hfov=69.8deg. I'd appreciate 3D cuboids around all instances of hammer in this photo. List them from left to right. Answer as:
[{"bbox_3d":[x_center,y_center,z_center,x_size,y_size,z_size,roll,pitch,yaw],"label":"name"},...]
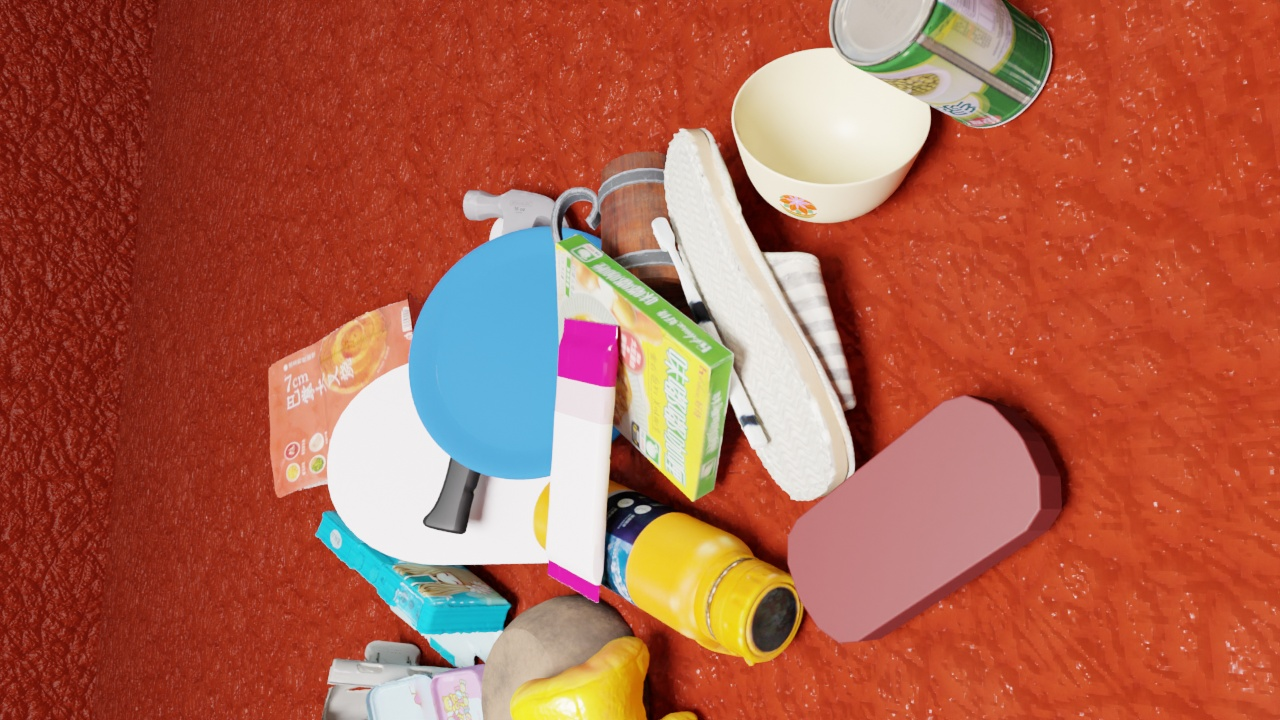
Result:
[{"bbox_3d":[-0.134,-0.005,0.827,0.127,0.029,0.323,6,74,18],"label":"hammer"}]

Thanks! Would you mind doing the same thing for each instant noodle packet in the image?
[{"bbox_3d":[-0.313,0.044,0.992,0.221,0.084,0.164,-19,67,14],"label":"instant noodle packet"}]

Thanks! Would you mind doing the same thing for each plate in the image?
[{"bbox_3d":[-0.092,-0.007,0.787,0.224,0.024,0.224,-4,72,14],"label":"plate"}]

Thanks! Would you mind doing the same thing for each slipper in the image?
[{"bbox_3d":[0.079,-0.038,0.618,0.272,0.054,0.115,68,155,20],"label":"slipper"}]

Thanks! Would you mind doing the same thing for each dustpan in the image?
[{"bbox_3d":[-0.166,0.093,0.861,0.258,0.053,0.191,-4,78,15],"label":"dustpan"}]

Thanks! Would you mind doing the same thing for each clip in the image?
[{"bbox_3d":[-0.251,0.323,0.929,0.151,0.126,0.105,-105,30,-59],"label":"clip"}]

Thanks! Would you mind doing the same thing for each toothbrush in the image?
[{"bbox_3d":[0.045,-0.022,0.633,0.017,0.012,0.186,80,168,-66],"label":"toothbrush"}]

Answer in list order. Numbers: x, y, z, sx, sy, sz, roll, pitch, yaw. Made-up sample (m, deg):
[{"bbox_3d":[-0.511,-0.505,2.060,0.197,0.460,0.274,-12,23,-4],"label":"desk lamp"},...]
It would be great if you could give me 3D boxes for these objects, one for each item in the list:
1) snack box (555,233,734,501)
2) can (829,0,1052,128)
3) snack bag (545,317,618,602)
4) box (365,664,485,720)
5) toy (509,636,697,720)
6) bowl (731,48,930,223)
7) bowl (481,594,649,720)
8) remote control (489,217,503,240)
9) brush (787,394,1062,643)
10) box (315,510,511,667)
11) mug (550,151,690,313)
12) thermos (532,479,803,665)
[{"bbox_3d":[-0.004,0.004,0.662,0.168,0.027,0.132,40,143,34],"label":"snack box"},{"bbox_3d":[0.167,-0.176,0.505,0.067,0.120,0.067,-11,75,49],"label":"can"},{"bbox_3d":[-0.042,0.070,0.665,0.070,0.016,0.196,10,98,54],"label":"snack bag"},{"bbox_3d":[-0.171,0.390,0.831,0.152,0.040,0.214,-18,80,23],"label":"box"},{"bbox_3d":[-0.014,0.296,0.630,0.087,0.134,0.193,91,161,-74],"label":"toy"},{"bbox_3d":[0.118,-0.130,0.585,0.074,0.118,0.118,79,170,-57],"label":"bowl"},{"bbox_3d":[-0.070,0.276,0.751,0.163,0.070,0.162,-11,75,49],"label":"bowl"},{"bbox_3d":[-0.142,-0.080,0.942,0.043,0.013,0.136,-7,79,49],"label":"remote control"},{"bbox_3d":[0.161,0.094,0.528,0.174,0.041,0.082,-48,50,34],"label":"brush"},{"bbox_3d":[-0.213,0.227,0.916,0.227,0.168,0.086,21,59,45],"label":"box"},{"bbox_3d":[-0.013,-0.095,0.724,0.117,0.081,0.111,-9,69,12],"label":"mug"},{"bbox_3d":[0.018,0.149,0.674,0.233,0.091,0.076,15,67,50],"label":"thermos"}]
